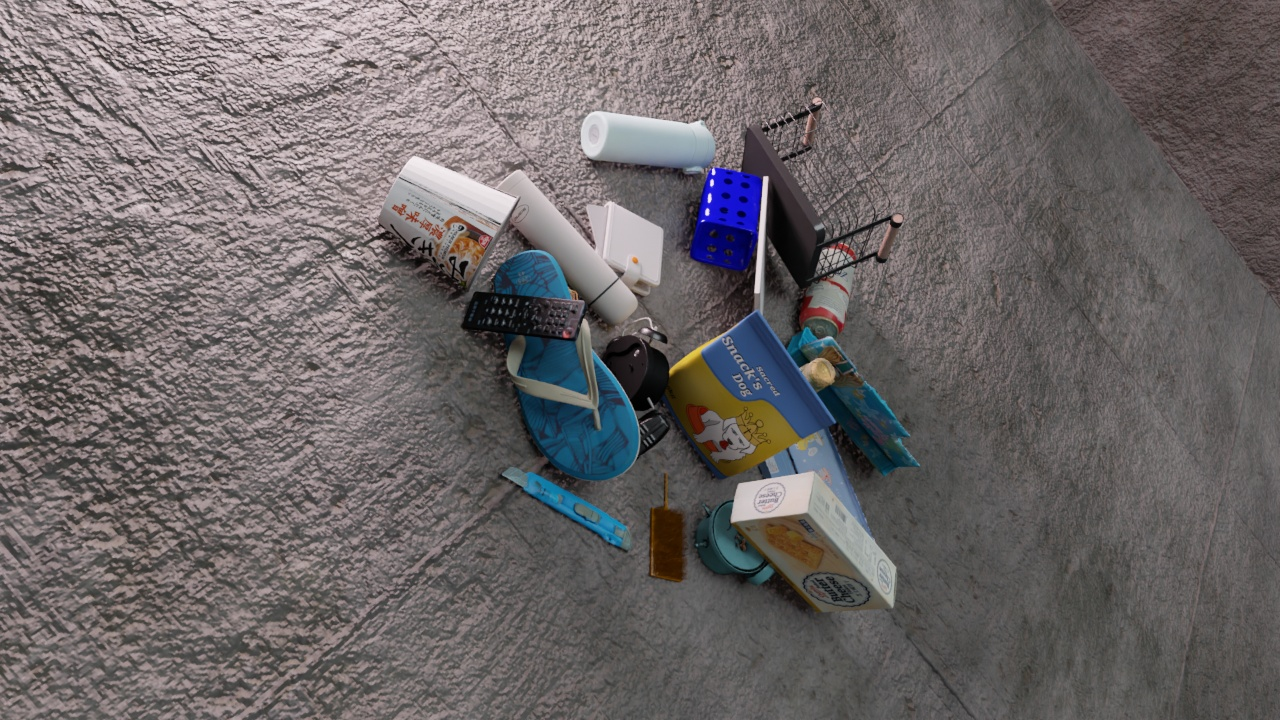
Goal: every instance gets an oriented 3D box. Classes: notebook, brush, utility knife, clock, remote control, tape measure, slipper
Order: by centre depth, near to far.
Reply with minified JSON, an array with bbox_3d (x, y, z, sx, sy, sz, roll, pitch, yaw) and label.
[{"bbox_3d":[-0.077,0.161,1.013,0.174,0.015,0.031,31,46,-18],"label":"utility knife"},{"bbox_3d":[-0.127,-0.048,1.013,0.022,0.150,0.047,45,58,-56],"label":"remote control"},{"bbox_3d":[-0.098,0.000,1.021,0.294,0.118,0.060,67,9,19],"label":"slipper"},{"bbox_3d":[0.034,0.193,1.076,0.048,0.017,0.126,19,56,-28],"label":"brush"},{"bbox_3d":[0.002,0.085,1.079,0.067,0.062,0.038,-39,92,-5],"label":"tape measure"},{"bbox_3d":[-0.007,0.006,1.100,0.042,0.091,0.120,21,61,-39],"label":"clock"},{"bbox_3d":[0.122,0.220,1.103,0.124,0.053,0.089,29,53,-21],"label":"clock"},{"bbox_3d":[0.170,-0.132,1.291,0.009,0.143,0.209,3,56,9],"label":"notebook"}]

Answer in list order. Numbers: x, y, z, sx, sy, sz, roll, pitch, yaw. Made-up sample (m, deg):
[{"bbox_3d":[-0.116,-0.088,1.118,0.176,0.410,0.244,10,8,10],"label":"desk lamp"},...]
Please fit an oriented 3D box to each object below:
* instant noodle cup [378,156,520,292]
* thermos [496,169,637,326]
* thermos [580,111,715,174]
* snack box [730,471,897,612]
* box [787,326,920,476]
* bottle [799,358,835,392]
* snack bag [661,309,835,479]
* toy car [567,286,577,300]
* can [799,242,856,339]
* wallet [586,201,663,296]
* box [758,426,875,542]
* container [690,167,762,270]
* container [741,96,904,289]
[{"bbox_3d":[-0.217,-0.159,1.023,0.121,0.124,0.123,29,51,-10],"label":"instant noodle cup"},{"bbox_3d":[-0.092,-0.136,1.139,0.224,0.052,0.052,47,47,-6],"label":"thermos"},{"bbox_3d":[0.017,-0.310,1.307,0.206,0.065,0.078,-4,91,-38],"label":"thermos"},{"bbox_3d":[0.204,0.216,1.067,0.208,0.104,0.057,48,45,-30],"label":"snack box"},{"bbox_3d":[0.294,0.061,1.275,0.227,0.072,0.182,50,5,-5],"label":"box"},{"bbox_3d":[0.213,0.033,1.232,0.043,0.111,0.043,13,62,-25],"label":"bottle"},{"bbox_3d":[0.129,0.040,1.097,0.102,0.206,0.159,-33,88,-32],"label":"snack bag"},{"bbox_3d":[-0.100,-0.061,1.095,0.047,0.047,0.111,13,59,-35],"label":"toy car"},{"bbox_3d":[0.285,-0.106,1.394,0.067,0.068,0.169,34,51,-17],"label":"can"},{"bbox_3d":[-0.027,-0.153,1.209,0.115,0.038,0.118,24,50,-25],"label":"wallet"},{"bbox_3d":[0.226,0.176,1.221,0.127,0.034,0.209,-11,73,-29],"label":"box"},{"bbox_3d":[0.124,-0.203,1.305,0.085,0.085,0.113,13,54,-2],"label":"container"},{"bbox_3d":[0.253,-0.242,1.331,0.130,0.163,0.241,-23,67,-9],"label":"container"}]
